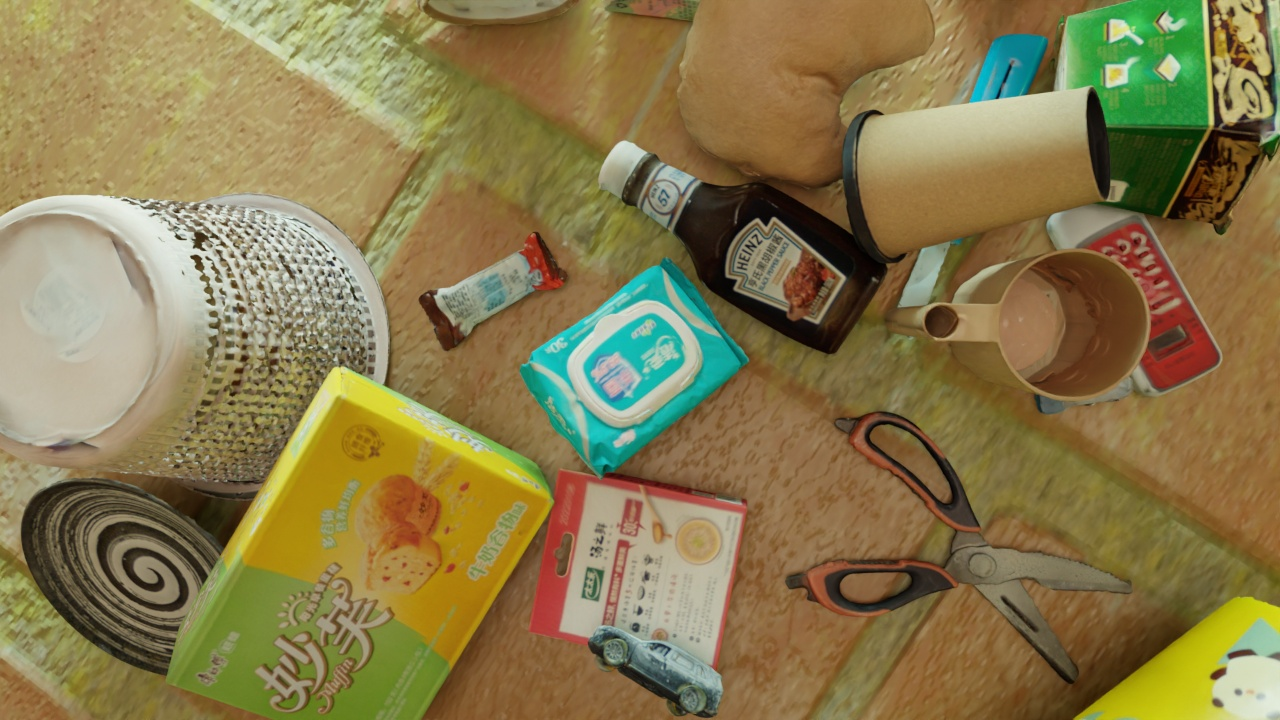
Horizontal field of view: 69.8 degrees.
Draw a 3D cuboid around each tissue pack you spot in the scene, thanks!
[{"bbox_3d":[-0.004,0.003,0.601,0.133,0.050,0.093,-38,83,-17],"label":"tissue pack"}]

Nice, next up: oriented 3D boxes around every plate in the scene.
[{"bbox_3d":[-0.347,0.152,0.643,0.179,0.024,0.180,6,118,11],"label":"plate"}]

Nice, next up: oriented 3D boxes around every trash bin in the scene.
[{"bbox_3d":[-0.304,-0.014,0.587,0.227,0.192,0.227,0,88,7],"label":"trash bin"},{"bbox_3d":[0.306,0.281,0.489,0.255,0.229,0.229,-42,84,-1],"label":"trash bin"}]

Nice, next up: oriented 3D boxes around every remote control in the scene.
[{"bbox_3d":[0.317,-0.045,0.590,0.056,0.020,0.136,-27,85,7],"label":"remote control"}]

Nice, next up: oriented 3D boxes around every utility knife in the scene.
[{"bbox_3d":[0.213,-0.115,0.608,0.034,0.018,0.214,22,93,7],"label":"utility knife"}]

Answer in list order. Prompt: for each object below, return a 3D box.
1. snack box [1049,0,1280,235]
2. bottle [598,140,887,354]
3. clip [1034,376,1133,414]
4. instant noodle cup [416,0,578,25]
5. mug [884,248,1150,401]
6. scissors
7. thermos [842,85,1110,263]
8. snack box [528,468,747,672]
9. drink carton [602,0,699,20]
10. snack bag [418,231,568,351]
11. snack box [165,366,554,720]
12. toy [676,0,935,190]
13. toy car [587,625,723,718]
[{"bbox_3d":[0.303,-0.148,0.548,0.106,0.118,0.117,3,69,19],"label":"snack box"},{"bbox_3d":[0.062,-0.083,0.606,0.195,0.043,0.080,32,118,8],"label":"bottle"},{"bbox_3d":[0.286,0.020,0.593,0.057,0.032,0.025,-7,85,11],"label":"clip"},{"bbox_3d":[-0.099,-0.288,0.602,0.138,0.137,0.108,-4,96,7],"label":"instant noodle cup"},{"bbox_3d":[0.219,-0.022,0.554,0.124,0.103,0.084,1,93,2],"label":"mug"},{"bbox_3d":[0.204,0.123,0.604,0.227,0.015,0.189,-7,87,6],"label":"scissors"},{"bbox_3d":[0.184,-0.108,0.525,0.143,0.092,0.093,-6,87,36],"label":"thermos"},{"bbox_3d":[0.000,0.137,0.615,0.127,0.044,0.113,11,91,7],"label":"snack box"},{"bbox_3d":[0.036,-0.262,0.620,0.122,0.045,0.053,10,89,7],"label":"drink carton"},{"bbox_3d":[-0.104,-0.049,0.643,0.105,0.026,0.045,-28,94,7],"label":"snack bag"},{"bbox_3d":[-0.177,0.132,0.594,0.157,0.070,0.210,31,92,-23],"label":"snack box"},{"bbox_3d":[0.110,-0.218,0.562,0.143,0.082,0.226,23,116,-14],"label":"toy"},{"bbox_3d":[0.010,0.192,0.571,0.090,0.043,0.034,29,67,3],"label":"toy car"}]
